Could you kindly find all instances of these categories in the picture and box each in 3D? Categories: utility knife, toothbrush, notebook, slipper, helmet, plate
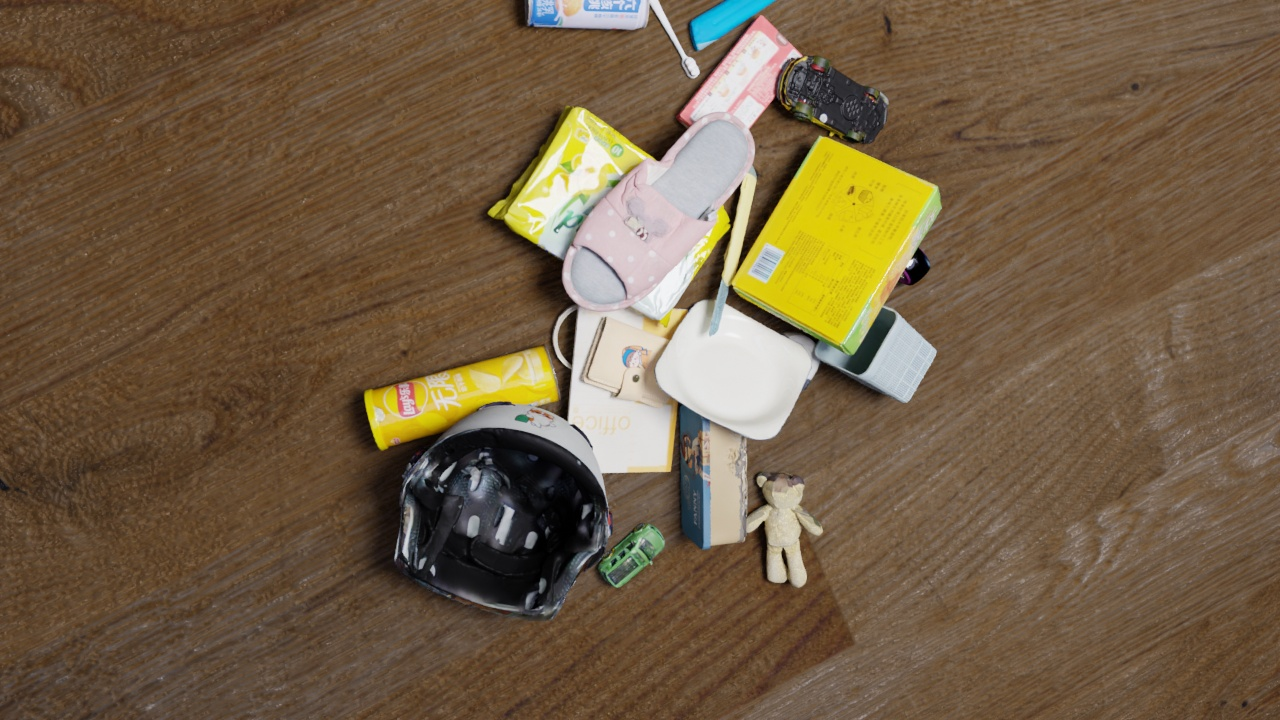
[{"bbox_3d":[0.150,-0.432,1.073,0.218,0.018,0.034,-33,102,-4],"label":"utility knife"},{"bbox_3d":[0.019,-0.406,1.052,0.016,0.016,0.180,-34,104,-7],"label":"toothbrush"},{"bbox_3d":[-0.018,0.036,1.108,0.145,0.010,0.206,3,99,-25],"label":"notebook"},{"bbox_3d":[0.024,-0.162,1.004,0.274,0.054,0.114,-46,104,-5],"label":"slipper"},{"bbox_3d":[-0.144,0.149,1.025,0.230,0.156,0.275,18,119,-5],"label":"helmet"},{"bbox_3d":[0.112,-0.131,1.095,0.031,0.022,0.216,21,76,-51],"label":"utility knife"},{"bbox_3d":[0.107,0.015,1.085,0.164,0.034,0.163,29,54,6],"label":"plate"}]

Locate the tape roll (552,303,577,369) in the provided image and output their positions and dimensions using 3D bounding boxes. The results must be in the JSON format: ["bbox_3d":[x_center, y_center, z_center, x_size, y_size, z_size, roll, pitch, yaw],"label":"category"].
[{"bbox_3d":[-0.062,-0.027,1.100,0.085,0.014,0.086,-2,99,-11],"label":"tape roll"}]

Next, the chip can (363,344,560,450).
[{"bbox_3d":[-0.203,0.041,1.054,0.213,0.072,0.072,-15,102,-10],"label":"chip can"}]

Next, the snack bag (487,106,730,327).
[{"bbox_3d":[-0.029,-0.165,1.054,0.246,0.068,0.158,33,89,-13],"label":"snack bag"}]

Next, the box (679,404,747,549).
[{"bbox_3d":[0.088,0.143,1.121,0.062,0.090,0.184,-2,96,-16],"label":"box"}]

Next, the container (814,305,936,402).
[{"bbox_3d":[0.292,-0.010,1.124,0.111,0.090,0.090,29,92,-38],"label":"container"}]

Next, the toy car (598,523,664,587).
[{"bbox_3d":[-0.010,0.245,1.146,0.091,0.036,0.043,-42,103,-6],"label":"toy car"}]

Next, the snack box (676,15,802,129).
[{"bbox_3d":[0.118,-0.321,1.082,0.075,0.025,0.153,39,90,-14],"label":"snack box"}]

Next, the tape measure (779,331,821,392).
[{"bbox_3d":[0.190,-0.002,1.146,0.065,0.033,0.066,29,95,-16],"label":"tape measure"}]

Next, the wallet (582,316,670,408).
[{"bbox_3d":[-0.006,0.006,1.088,0.115,0.024,0.087,19,93,-28],"label":"wallet"}]

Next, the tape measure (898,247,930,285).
[{"bbox_3d":[0.329,-0.121,1.143,0.039,0.058,0.057,-43,107,-2],"label":"tape measure"}]

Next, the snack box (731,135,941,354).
[{"bbox_3d":[0.229,-0.134,1.074,0.158,0.070,0.210,31,92,23],"label":"snack box"}]

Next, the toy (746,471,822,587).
[{"bbox_3d":[0.185,0.217,1.172,0.105,0.066,0.157,3,107,30],"label":"toy"}]

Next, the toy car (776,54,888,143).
[{"bbox_3d":[0.231,-0.307,1.095,0.155,0.041,0.071,15,97,-31],"label":"toy car"}]

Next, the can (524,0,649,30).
[{"bbox_3d":[-0.060,-0.397,1.019,0.134,0.053,0.053,-2,100,-11],"label":"can"}]
